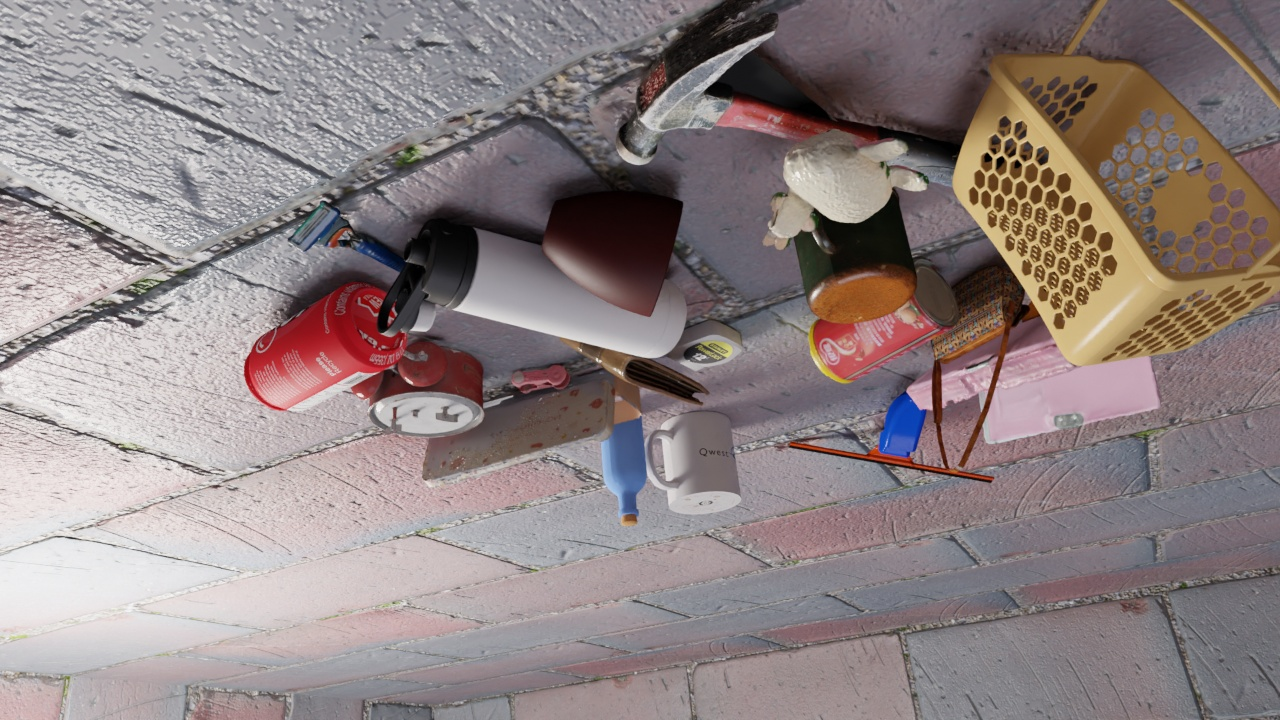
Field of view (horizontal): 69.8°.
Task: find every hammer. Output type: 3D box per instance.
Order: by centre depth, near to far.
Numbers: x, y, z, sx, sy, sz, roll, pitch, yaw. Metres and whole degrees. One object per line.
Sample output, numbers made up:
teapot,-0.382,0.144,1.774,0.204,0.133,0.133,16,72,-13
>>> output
hammer,0.156,-0.151,0.611,0.325,0.036,0.141,7,153,-25

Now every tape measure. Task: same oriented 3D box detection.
tape measure,0.062,-0.013,0.887,0.065,0.016,0.064,-23,149,32

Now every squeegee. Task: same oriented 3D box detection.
squeegee,0.308,0.078,1.076,0.249,0.055,0.185,9,155,9

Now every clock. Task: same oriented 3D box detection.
clock,-0.213,0.030,0.871,0.110,0.061,0.157,-12,153,14

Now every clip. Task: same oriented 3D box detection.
clip,-0.100,0.022,0.923,0.060,0.023,0.044,-1,158,-5

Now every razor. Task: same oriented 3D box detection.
razor,-0.200,-0.080,0.701,0.044,0.018,0.141,-42,145,14

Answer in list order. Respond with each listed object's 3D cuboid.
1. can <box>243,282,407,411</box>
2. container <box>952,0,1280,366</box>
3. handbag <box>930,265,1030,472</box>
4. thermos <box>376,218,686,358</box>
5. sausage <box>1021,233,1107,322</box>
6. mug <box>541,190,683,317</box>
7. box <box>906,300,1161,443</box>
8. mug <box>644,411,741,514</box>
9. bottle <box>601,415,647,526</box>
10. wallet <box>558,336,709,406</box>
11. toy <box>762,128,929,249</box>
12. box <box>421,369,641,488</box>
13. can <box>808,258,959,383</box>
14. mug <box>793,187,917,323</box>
can,-0.264,-0.009,0.768,0.143,0.074,0.074,-23,149,31
container,0.291,-0.109,0.533,0.129,0.183,0.167,-7,146,-19
handbag,0.285,0.011,0.781,0.043,0.195,0.094,28,147,-15
thermos,-0.080,-0.042,0.727,0.229,0.068,0.101,13,117,-31
sausage,0.380,-0.068,0.815,0.040,0.040,0.156,-7,155,2
mug,-0.024,-0.085,0.675,0.088,0.087,0.114,16,179,-3
box,0.361,0.024,0.837,0.099,0.107,0.233,-34,178,-20
mug,0.055,0.116,1.057,0.119,0.096,0.083,13,148,-33
bottle,-0.017,0.116,1.003,0.048,0.131,0.048,-4,154,-2
wallet,-0.005,0.005,0.849,0.121,0.027,0.099,21,-177,-46
toy,0.125,-0.113,0.585,0.113,0.050,0.087,-18,155,38
box,-0.111,0.079,0.954,0.217,0.095,0.114,-15,156,20
can,0.216,-0.032,0.821,0.066,0.066,0.125,13,148,-34
mug,0.154,-0.084,0.688,0.085,0.081,0.111,-23,149,31
